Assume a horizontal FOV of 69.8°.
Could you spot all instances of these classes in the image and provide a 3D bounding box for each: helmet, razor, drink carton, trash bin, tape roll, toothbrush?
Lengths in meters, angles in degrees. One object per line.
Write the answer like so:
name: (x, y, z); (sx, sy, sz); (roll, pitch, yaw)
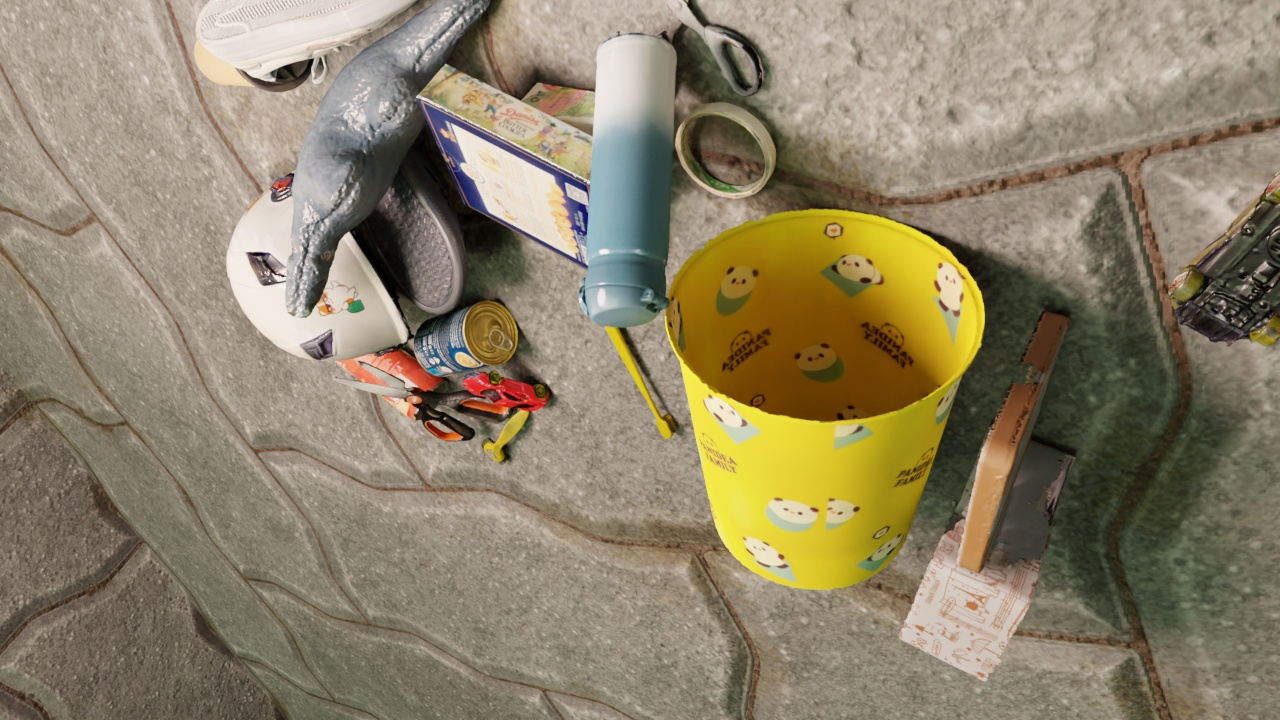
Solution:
helmet: (-0.375, -0.091, 1.035); (0.274, 0.156, 0.230); (41, 159, 59)
razor: (-0.175, 0.098, 1.210); (0.043, 0.028, 0.133); (45, 139, 1)
drink carton: (-0.044, -0.206, 0.805); (0.123, 0.045, 0.053); (17, 151, 28)
trash bin: (0.144, 0.045, 0.762); (0.230, 0.228, 0.256); (19, 141, 24)
tape roll: (0.070, -0.173, 0.762); (0.086, 0.013, 0.086); (22, 144, 17)
toothbrush: (-0.006, 0.006, 0.996); (0.016, 0.016, 0.190); (-6, 120, 43)

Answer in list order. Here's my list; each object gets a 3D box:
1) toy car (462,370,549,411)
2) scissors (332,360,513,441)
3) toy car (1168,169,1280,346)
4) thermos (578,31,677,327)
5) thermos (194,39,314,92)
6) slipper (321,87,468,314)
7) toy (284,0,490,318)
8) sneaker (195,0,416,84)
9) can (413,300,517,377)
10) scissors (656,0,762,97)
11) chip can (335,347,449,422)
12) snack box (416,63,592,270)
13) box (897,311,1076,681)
toy car: (-0.163, 0.038, 1.104); (0.106, 0.031, 0.049); (21, 153, -31)
scissors: (-0.271, 0.058, 1.149); (0.224, 0.021, 0.205); (4, 147, -16)
toy car: (0.403, -0.069, 0.576); (0.070, 0.042, 0.158); (33, 141, 10)
thermos: (-0.009, -0.136, 0.700); (0.070, 0.220, 0.070); (3, 168, 1)
thermos: (-0.410, -0.327, 0.963); (0.143, 0.092, 0.093); (11, 132, 42)
slipper: (-0.245, -0.180, 0.979); (0.111, 0.083, 0.268); (-37, 82, 40)
toy: (-0.256, -0.207, 0.863); (0.091, 0.357, 0.138); (23, -165, -41)
sneaker: (-0.281, -0.313, 0.845); (0.242, 0.089, 0.090); (-12, 159, 16)
can: (-0.208, -0.024, 1.083); (0.111, 0.075, 0.075); (-11, 118, 44)
scissors: (0.033, -0.270, 0.709); (0.159, 0.014, 0.182); (32, 141, 10)
chip can: (-0.362, -0.007, 1.226); (0.216, 0.073, 0.073); (35, 140, 7)
snack box: (-0.098, -0.165, 0.837); (0.182, 0.045, 0.178); (30, 164, 13)
box: (0.289, 0.109, 0.727); (0.082, 0.176, 0.261); (21, 137, 23)
